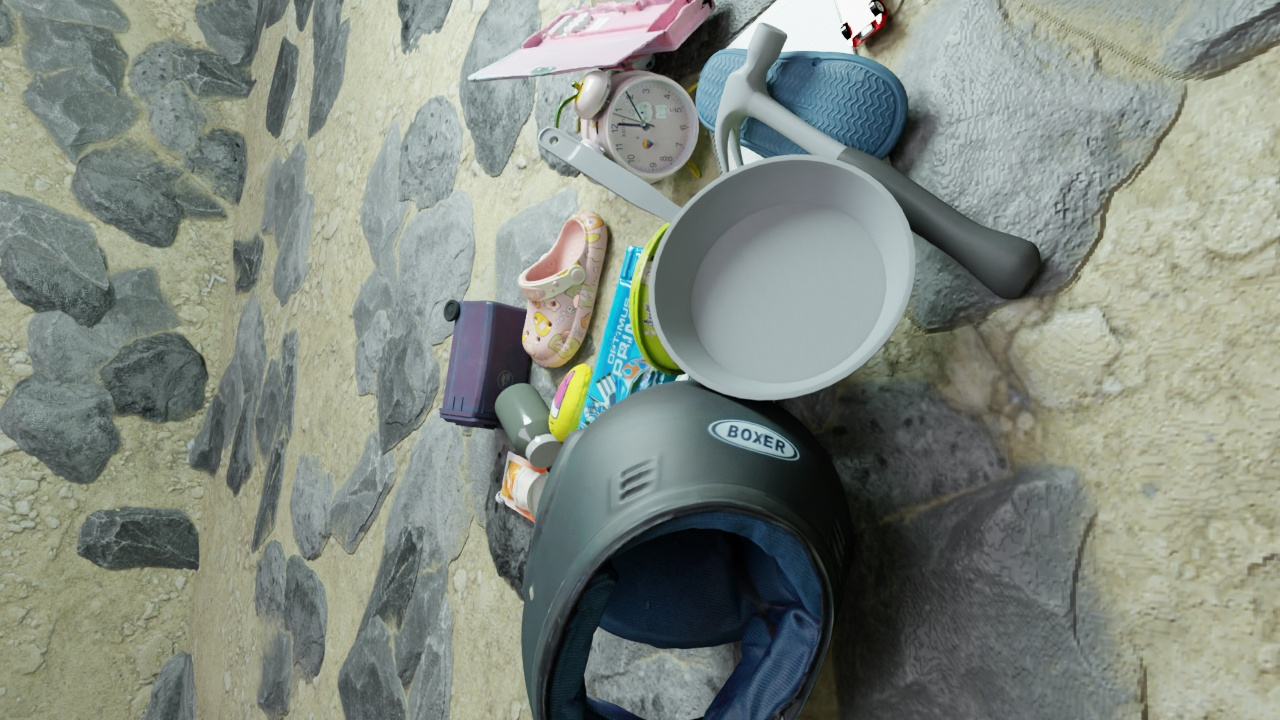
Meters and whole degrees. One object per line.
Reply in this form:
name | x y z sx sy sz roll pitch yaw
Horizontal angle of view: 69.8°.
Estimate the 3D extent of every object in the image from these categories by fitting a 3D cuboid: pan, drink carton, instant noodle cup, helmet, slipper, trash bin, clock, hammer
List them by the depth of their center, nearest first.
hammer | 0.174 -0.143 0.721 0.311 0.029 0.125 44 125 30
pan | 0.048 -0.102 0.731 0.357 0.051 0.200 35 86 30
helmet | 0.031 0.167 0.736 0.235 0.249 0.317 -96 23 -69
slipper | 0.137 -0.219 0.806 0.214 0.059 0.104 24 112 38
instant noodle cup | 0.069 -0.052 0.810 0.098 0.146 0.146 13 93 37
clock | -0.014 -0.237 0.936 0.059 0.157 0.117 -152 60 -65
slipper | -0.102 -0.087 1.090 0.093 0.081 0.197 33 107 49
drink carton | -0.148 0.157 1.144 0.122 0.038 0.069 11 92 59
trash bin | -0.201 0.008 1.191 0.092 0.093 0.160 3 84 44

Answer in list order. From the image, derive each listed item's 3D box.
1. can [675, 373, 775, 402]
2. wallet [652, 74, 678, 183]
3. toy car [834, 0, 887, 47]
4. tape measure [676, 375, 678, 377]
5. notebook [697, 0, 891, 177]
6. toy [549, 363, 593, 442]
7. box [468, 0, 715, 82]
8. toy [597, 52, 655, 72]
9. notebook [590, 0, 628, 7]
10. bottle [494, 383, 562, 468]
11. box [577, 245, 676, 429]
can | 0.077 0.037 0.850 0.101 0.053 0.053 15 95 53
wallet | -0.003 -0.263 1.042 0.099 0.026 0.121 18 96 50
toy car | 0.189 -0.316 0.797 0.038 0.025 0.089 -33 59 45
tape measure | 0.047 0.006 0.926 0.064 0.016 0.065 26 103 52
notebook | 0.134 -0.226 0.862 0.178 0.013 0.245 -33 58 43
toy | -0.077 0.049 1.049 0.095 0.041 0.094 -116 45 -71
box | -0.055 -0.339 0.991 0.233 0.039 0.178 12 48 43
toy | 0.000 -0.346 1.035 0.102 0.050 0.065 -26 31 13
notebook | 0.008 -0.491 1.064 0.216 0.034 0.190 -27 62 47
bottle | -0.134 0.079 1.114 0.108 0.060 0.060 53 124 44
box | -0.022 0.002 0.954 0.170 0.071 0.244 34 111 60
